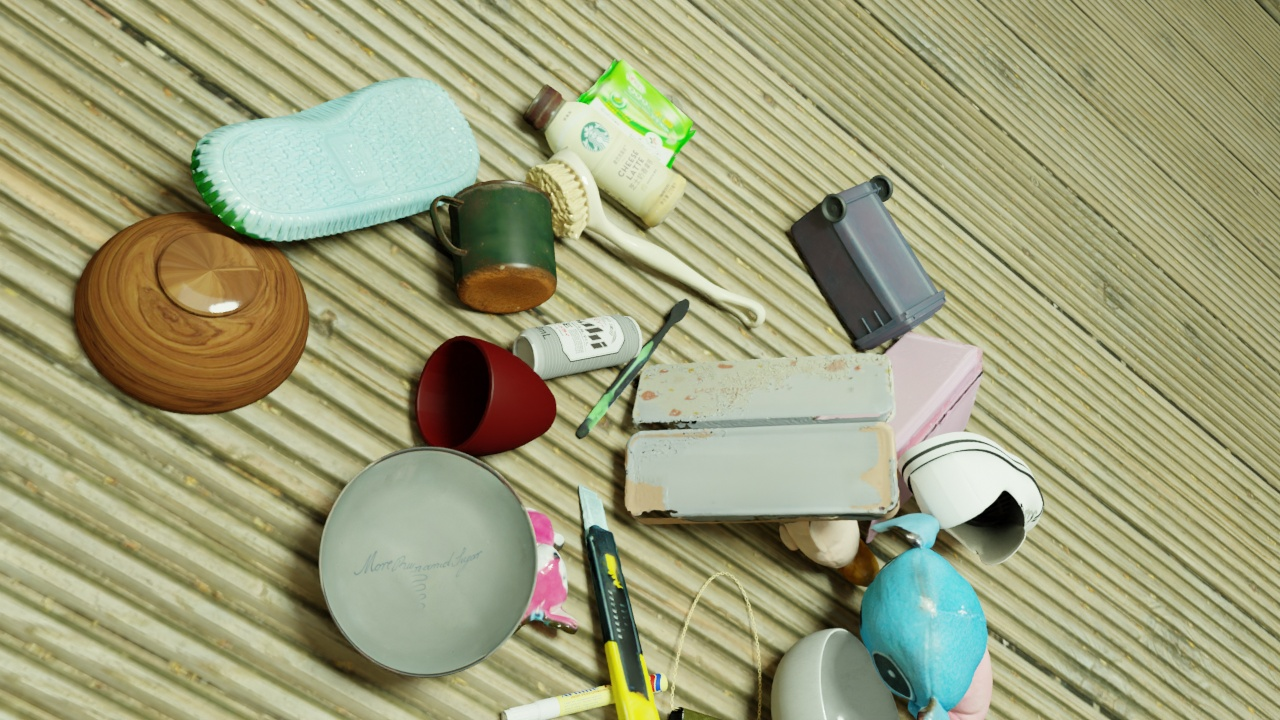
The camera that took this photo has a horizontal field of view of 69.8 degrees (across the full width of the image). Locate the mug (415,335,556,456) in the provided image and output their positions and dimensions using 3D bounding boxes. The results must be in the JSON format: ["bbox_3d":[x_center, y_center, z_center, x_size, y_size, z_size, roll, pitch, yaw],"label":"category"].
[{"bbox_3d":[-0.115,0.024,0.699,0.088,0.087,0.114,16,25,-49],"label":"mug"}]

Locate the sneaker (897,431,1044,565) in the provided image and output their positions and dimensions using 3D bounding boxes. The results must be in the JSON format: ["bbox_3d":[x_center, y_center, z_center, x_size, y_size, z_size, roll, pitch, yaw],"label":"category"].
[{"bbox_3d":[0.328,0.144,0.856,0.245,0.091,0.097,32,32,-49],"label":"sneaker"}]

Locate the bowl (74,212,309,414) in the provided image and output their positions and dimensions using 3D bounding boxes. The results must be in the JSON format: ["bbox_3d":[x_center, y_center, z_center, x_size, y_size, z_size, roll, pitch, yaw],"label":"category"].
[{"bbox_3d":[-0.292,-0.044,0.614,0.147,0.069,0.147,14,60,-27],"label":"bowl"}]

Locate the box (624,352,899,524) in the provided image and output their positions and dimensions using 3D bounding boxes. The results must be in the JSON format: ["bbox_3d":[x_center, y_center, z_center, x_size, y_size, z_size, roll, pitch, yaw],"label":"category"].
[{"bbox_3d":[0.097,0.060,0.747,0.063,0.217,0.156,70,23,-46],"label":"box"}]

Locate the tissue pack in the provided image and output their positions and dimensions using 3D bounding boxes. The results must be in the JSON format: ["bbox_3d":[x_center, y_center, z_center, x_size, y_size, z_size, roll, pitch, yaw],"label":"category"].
[{"bbox_3d":[-0.006,-0.239,0.920,0.114,0.034,0.099,39,50,-13],"label":"tissue pack"}]

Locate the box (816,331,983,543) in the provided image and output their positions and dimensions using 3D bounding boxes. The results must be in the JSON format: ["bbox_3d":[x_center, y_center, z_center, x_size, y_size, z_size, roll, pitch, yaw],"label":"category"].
[{"bbox_3d":[0.259,0.075,0.932,0.231,0.099,0.115,-36,131,-40],"label":"box"}]

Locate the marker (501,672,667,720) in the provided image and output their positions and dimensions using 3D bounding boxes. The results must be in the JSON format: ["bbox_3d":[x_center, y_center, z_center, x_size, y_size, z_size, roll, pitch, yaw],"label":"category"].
[{"bbox_3d":[-0.038,0.247,0.668,0.132,0.014,0.014,0,67,-33],"label":"marker"}]

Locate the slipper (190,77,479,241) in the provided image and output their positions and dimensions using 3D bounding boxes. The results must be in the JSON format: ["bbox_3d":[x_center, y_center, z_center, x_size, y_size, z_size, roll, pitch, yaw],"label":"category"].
[{"bbox_3d":[-0.226,-0.148,0.709,0.116,0.070,0.275,56,37,-2],"label":"slipper"}]

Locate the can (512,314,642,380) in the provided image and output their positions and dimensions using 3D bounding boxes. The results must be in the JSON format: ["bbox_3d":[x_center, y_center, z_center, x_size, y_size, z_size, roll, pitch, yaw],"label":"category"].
[{"bbox_3d":[-0.052,-0.012,0.769,0.106,0.044,0.044,-11,74,-36],"label":"can"}]

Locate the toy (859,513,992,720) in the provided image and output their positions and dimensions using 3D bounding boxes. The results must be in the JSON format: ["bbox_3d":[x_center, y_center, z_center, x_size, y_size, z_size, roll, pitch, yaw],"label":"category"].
[{"bbox_3d":[0.240,0.243,0.756,0.191,0.099,0.223,52,33,-47],"label":"toy"}]

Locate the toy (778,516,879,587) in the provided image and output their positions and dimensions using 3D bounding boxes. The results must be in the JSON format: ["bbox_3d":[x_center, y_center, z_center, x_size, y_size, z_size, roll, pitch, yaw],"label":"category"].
[{"bbox_3d":[0.154,0.134,0.813,0.176,0.076,0.132,55,20,-13],"label":"toy"}]

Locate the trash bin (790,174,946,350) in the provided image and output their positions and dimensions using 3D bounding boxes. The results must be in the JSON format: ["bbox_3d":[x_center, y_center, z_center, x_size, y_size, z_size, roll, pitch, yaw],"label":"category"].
[{"bbox_3d":[0.243,-0.101,0.972,0.093,0.092,0.161,-26,83,-39],"label":"trash bin"}]

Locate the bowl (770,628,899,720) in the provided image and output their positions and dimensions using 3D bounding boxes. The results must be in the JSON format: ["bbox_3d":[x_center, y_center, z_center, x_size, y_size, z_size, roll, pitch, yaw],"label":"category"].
[{"bbox_3d":[0.148,0.286,0.726,0.131,0.065,0.131,37,38,-37],"label":"bowl"}]

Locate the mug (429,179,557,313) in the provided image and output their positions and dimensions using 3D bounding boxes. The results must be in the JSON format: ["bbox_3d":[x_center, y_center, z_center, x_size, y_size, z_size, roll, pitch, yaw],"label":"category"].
[{"bbox_3d":[-0.120,-0.092,0.734,0.111,0.085,0.081,15,60,-45],"label":"mug"}]

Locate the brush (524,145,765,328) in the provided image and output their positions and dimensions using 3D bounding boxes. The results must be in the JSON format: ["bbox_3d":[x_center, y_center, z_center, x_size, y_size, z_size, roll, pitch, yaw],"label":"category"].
[{"bbox_3d":[0.010,-0.102,0.853,0.272,0.062,0.077,32,70,-21],"label":"brush"}]

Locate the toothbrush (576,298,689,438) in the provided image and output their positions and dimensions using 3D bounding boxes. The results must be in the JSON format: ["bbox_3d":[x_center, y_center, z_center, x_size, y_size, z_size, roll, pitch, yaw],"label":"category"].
[{"bbox_3d":[-0.005,0.005,0.814,0.014,0.017,0.187,41,55,-4],"label":"toothbrush"}]

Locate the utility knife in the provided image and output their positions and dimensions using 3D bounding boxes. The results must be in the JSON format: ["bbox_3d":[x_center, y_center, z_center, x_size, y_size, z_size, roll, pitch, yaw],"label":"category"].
[{"bbox_3d":[-0.021,0.185,0.699,0.028,0.020,0.197,4,56,-33],"label":"utility knife"}]

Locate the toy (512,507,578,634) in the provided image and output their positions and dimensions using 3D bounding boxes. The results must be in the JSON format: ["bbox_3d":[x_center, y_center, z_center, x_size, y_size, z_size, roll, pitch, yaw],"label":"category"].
[{"bbox_3d":[-0.079,0.150,0.671,0.065,0.050,0.102,4,60,-26],"label":"toy"}]

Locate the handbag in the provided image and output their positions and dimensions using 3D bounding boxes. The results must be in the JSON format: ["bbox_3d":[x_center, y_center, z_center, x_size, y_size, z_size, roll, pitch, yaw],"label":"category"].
[{"bbox_3d":[0.061,0.253,0.728,0.084,0.028,0.177,25,50,-20],"label":"handbag"}]

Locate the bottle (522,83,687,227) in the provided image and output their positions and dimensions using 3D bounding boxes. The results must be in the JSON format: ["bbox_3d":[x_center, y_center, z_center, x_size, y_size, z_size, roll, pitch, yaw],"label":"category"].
[{"bbox_3d":[-0.035,-0.194,0.863,0.162,0.057,0.056,35,53,-13],"label":"bottle"}]

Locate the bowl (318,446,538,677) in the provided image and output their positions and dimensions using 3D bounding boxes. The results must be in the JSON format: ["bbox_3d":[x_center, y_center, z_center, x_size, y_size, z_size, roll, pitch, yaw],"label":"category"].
[{"bbox_3d":[-0.148,0.138,0.622,0.150,0.057,0.150,13,61,-25],"label":"bowl"}]
